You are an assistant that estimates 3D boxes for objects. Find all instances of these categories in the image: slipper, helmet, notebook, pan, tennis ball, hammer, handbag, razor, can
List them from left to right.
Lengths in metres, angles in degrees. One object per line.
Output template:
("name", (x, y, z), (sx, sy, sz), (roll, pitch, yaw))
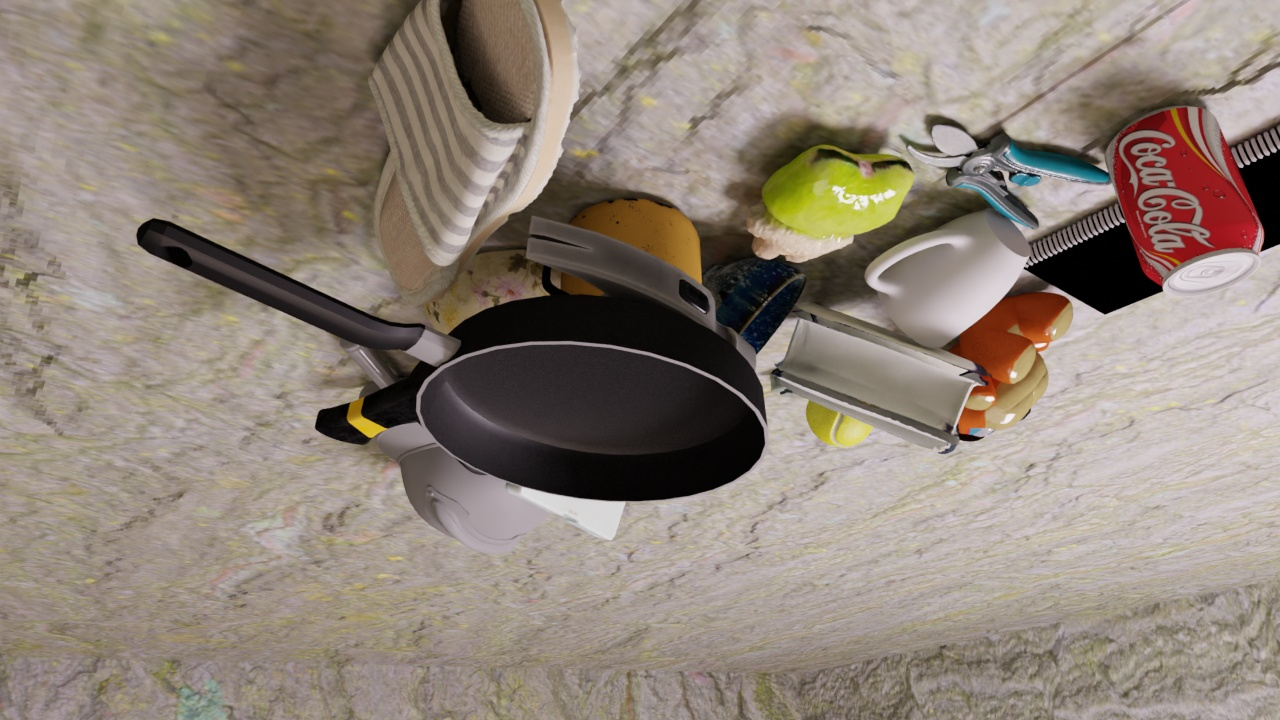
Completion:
("razor", (-0.221, 0.012, 0.783), (0.088, 0.047, 0.116), (-9, 147, 9))
("slipper", (-0.104, -0.103, 0.473), (0.054, 0.114, 0.273), (-13, 169, -29))
("hammer", (-0.101, 0.006, 0.587), (0.325, 0.034, 0.169), (-19, 143, 33))
("pan", (-0.083, -0.001, 0.502), (0.355, 0.044, 0.205), (28, 143, -32))
("helmet", (-0.161, 0.147, 0.979), (0.184, 0.117, 0.271), (-18, 153, 27))
("tennis ball", (0.195, 0.051, 0.892), (0.065, 0.065, 0.065), (-3, 155, -2))
("handbag", (0.191, 0.009, 0.736), (0.151, 0.074, 0.175), (22, -167, 14))
("can", (0.328, -0.096, 0.556), (0.064, 0.104, 0.064), (-3, 155, -2))
("notebook", (0.407, -0.098, 0.670), (0.148, 0.016, 0.207), (16, 148, -38))

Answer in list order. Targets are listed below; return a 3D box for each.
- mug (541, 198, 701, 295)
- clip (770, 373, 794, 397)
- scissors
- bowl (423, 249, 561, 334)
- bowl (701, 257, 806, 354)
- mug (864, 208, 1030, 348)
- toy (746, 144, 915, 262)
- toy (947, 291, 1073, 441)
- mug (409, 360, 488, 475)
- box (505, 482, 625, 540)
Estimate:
("mug", (-0.015, -0.049, 0.613), (0.123, 0.094, 0.101), (24, 143, -37))
("clip", (0.159, 0.014, 0.859), (0.076, 0.023, 0.042), (-22, 151, 37))
("scissors", (0.240, -0.119, 0.596), (0.156, 0.019, 0.124), (-6, 153, 7))
("bowl", (-0.093, -0.021, 0.701), (0.145, 0.063, 0.145), (-3, 155, -1))
("bowl", (0.063, -0.035, 0.679), (0.114, 0.061, 0.114), (-47, 166, -16))
("mug", (0.211, -0.065, 0.643), (0.107, 0.071, 0.090), (11, 141, -33))
("toy", (0.115, -0.097, 0.596), (0.092, 0.043, 0.118), (3, 157, -20))
("toy", (0.300, 0.012, 0.793), (0.112, 0.096, 0.176), (-40, 170, -24))
("mug", (-0.125, 0.031, 0.766), (0.113, 0.088, 0.078), (-33, 138, -27))
("box", (-0.078, 0.095, 0.875), (0.074, 0.126, 0.197), (-38, 148, 4))
